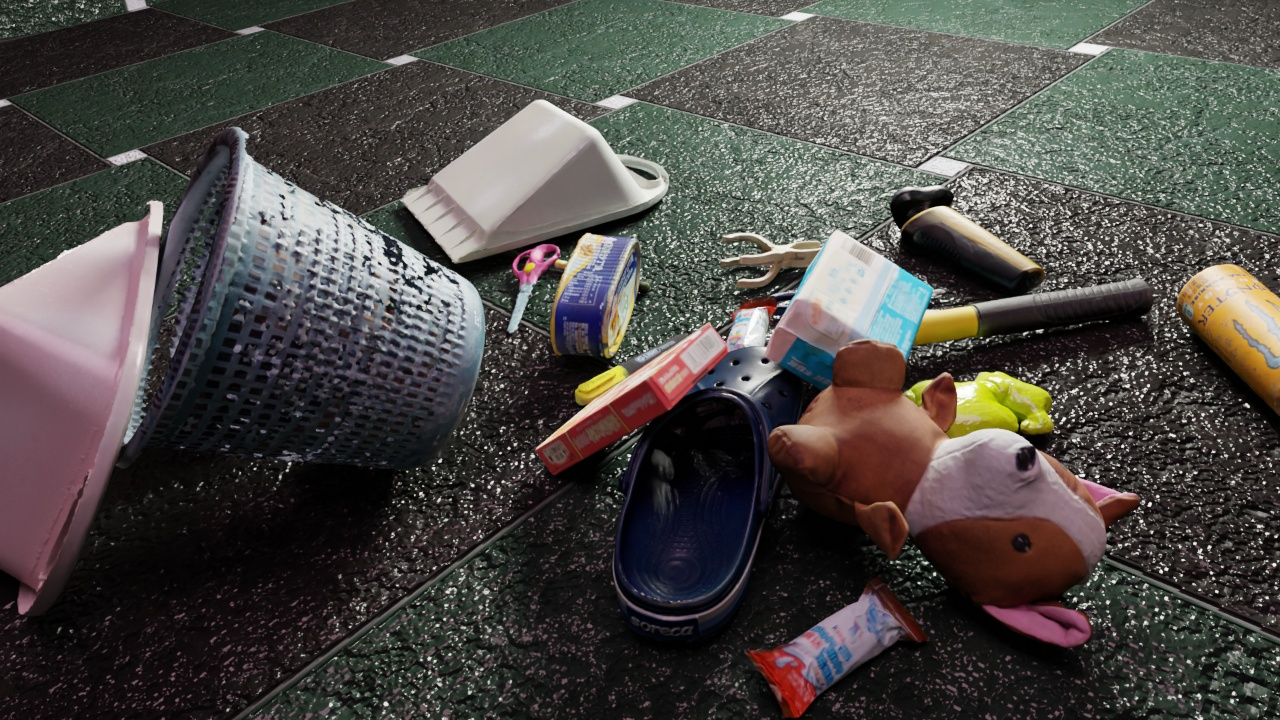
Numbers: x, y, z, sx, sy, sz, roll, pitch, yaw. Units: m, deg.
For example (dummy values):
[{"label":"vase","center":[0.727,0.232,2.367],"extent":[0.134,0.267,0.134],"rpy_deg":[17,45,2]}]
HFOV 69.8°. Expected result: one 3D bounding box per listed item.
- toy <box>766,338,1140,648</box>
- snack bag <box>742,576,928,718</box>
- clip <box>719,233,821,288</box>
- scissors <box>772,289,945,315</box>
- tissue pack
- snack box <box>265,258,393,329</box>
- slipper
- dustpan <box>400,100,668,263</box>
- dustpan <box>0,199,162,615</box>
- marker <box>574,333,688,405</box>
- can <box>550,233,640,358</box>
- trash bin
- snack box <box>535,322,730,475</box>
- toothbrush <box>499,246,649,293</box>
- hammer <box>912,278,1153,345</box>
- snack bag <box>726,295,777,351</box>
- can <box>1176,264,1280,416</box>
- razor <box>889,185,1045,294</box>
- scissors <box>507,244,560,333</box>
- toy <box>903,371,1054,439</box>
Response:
[{"label":"toy","center":[0.184,0.071,0.542],"extent":[0.199,0.131,0.139],"rpy_deg":[34,64,17]},{"label":"snack bag","center":[0.109,0.158,0.511],"extent":[0.104,0.026,0.048],"rpy_deg":[-21,49,-20]},{"label":"clip","center":[0.126,-0.092,0.870],"extent":[0.102,0.035,0.094],"rpy_deg":[7,31,5]},{"label":"scissors","center":[0.188,-0.037,0.798],"extent":[0.166,0.012,0.154],"rpy_deg":[14,38,27]},{"label":"tissue pack","center":[0.152,-0.028,0.666],"extent":[0.090,0.063,0.139],"rpy_deg":[33,43,4]},{"label":"snack box","center":[-0.283,-0.037,0.779],"extent":[0.118,0.118,0.105],"rpy_deg":[19,46,35]},{"label":"slipper","center":[0.041,0.064,0.603],"extent":[0.105,0.095,0.252],"rpy_deg":[9,40,16]},{"label":"dustpan","center":[-0.105,-0.187,1.051],"extent":[0.257,0.142,0.222],"rpy_deg":[-42,39,-3]},{"label":"dustpan","center":[-0.379,0.040,0.638],"extent":[0.139,0.223,0.272],"rpy_deg":[31,21,-8]},{"label":"marker","center":[-0.005,0.004,0.762],"extent":[0.123,0.015,0.018],"rpy_deg":[-29,44,-32]},{"label":"can","center":[-0.037,-0.058,0.808],"extent":[0.049,0.075,0.147],"rpy_deg":[6,36,10]},{"label":"trash bin","center":[-0.226,-0.016,0.636],"extent":[0.195,0.227,0.226],"rpy_deg":[21,19,-35]},{"label":"snack box","center":[-0.008,0.030,0.632],"extent":[0.075,0.025,0.153],"rpy_deg":[-40,4,-40]},{"label":"toothbrush","center":[-0.068,-0.093,0.918],"extent":[0.186,0.012,0.017],"rpy_deg":[18,30,30]},{"label":"hammer","center":[0.273,-0.033,0.753],"extent":[0.300,0.033,0.128],"rpy_deg":[-8,45,-6]},{"label":"snack bag","center":[0.088,-0.017,0.768],"extent":[0.045,0.026,0.105],"rpy_deg":[-8,34,23]},{"label":"can","center":[0.464,-0.014,0.682],"extent":[0.058,0.058,0.145],"rpy_deg":[-5,34,0]},{"label":"razor","center":[0.305,-0.114,0.858],"extent":[0.067,0.062,0.167],"rpy_deg":[-43,46,0]},{"label":"scissors","center":[-0.110,-0.069,0.879],"extent":[0.054,0.017,0.133],"rpy_deg":[-13,38,20]},{"label":"toy","center":[0.246,0.035,0.667],"extent":[0.100,0.031,0.097],"rpy_deg":[-29,43,-31]}]
